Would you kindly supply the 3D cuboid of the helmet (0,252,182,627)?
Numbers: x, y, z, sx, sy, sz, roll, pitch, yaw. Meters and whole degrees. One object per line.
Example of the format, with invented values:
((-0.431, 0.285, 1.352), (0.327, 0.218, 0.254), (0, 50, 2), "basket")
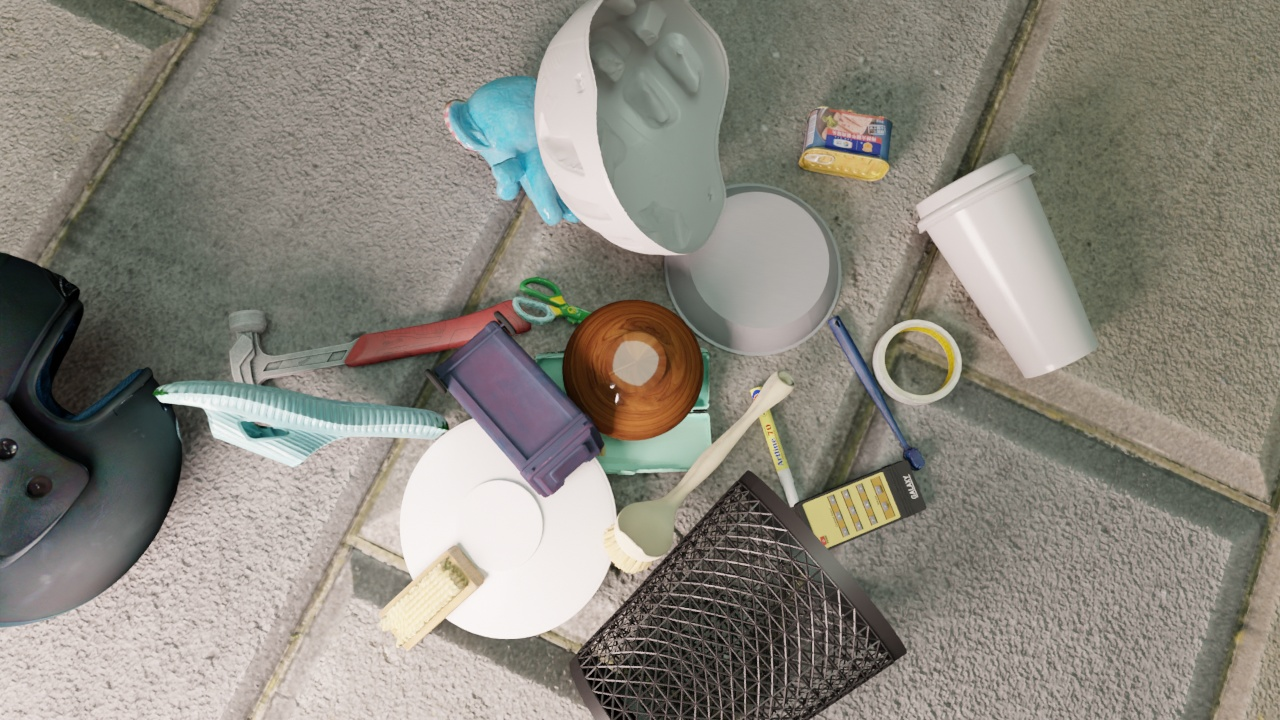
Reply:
((-0.552, 0.088, 0.848), (0.235, 0.250, 0.315), (28, 73, -25), "helmet")

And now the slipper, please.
((-0.327, 0.064, 0.901), (0.275, 0.116, 0.069), (10, 90, -24), "slipper")

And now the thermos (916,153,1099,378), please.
((0.401, -0.098, 0.991), (0.131, 0.131, 0.222), (-27, 87, -8), "thermos")

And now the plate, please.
((-0.139, 0.166, 0.926), (0.229, 0.030, 0.229), (-1, 84, 8), "plate")

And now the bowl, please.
((-0.006, 0.005, 0.923), (0.147, 0.069, 0.147), (0, 82, -4), "bowl")

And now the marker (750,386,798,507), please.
((0.145, 0.093, 0.987), (0.014, 0.014, 0.132), (-16, 79, -6), "marker")

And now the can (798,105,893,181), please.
((0.235, -0.248, 1.047), (0.100, 0.054, 0.059), (9, 76, -1), "can")

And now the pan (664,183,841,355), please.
((0.076, -0.164, 1.030), (0.200, 0.051, 0.356), (-40, 84, -10), "pan")

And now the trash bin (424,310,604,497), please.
((-0.117, 0.047, 0.894), (0.093, 0.092, 0.161), (-41, 68, -10), "trash bin")

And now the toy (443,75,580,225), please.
((-0.122, -0.222, 1.005), (0.183, 0.115, 0.180), (-15, 78, -45), "toy")

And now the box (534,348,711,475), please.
((-0.018, 0.055, 0.973), (0.187, 0.057, 0.138), (-1, 89, -3), "box")

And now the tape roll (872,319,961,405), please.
((0.304, 0.002, 1.011), (0.094, 0.019, 0.094), (1, 77, -3), "tape roll")

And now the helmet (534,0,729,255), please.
((-0.002, -0.232, 0.925), (0.184, 0.224, 0.282), (-30, 59, 33), "helmet")

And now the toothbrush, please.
((0.258, 0.034, 1.003), (0.016, 0.017, 0.190), (-26, 80, -9), "toothbrush")

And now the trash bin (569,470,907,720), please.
((0.079, 0.264, 0.856), (0.243, 0.217, 0.217), (-40, 82, -3), "trash bin")

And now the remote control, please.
((0.233, 0.155, 0.970), (0.133, 0.013, 0.058), (-21, 85, -11), "remote control")

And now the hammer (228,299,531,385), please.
((-0.274, -0.013, 0.986), (0.315, 0.036, 0.126), (-10, 80, -5), "hammer")

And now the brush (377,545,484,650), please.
((-0.212, 0.239, 0.912), (0.117, 0.039, 0.049), (-43, 82, 13), "brush")

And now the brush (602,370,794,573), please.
((0.065, 0.106, 0.927), (0.062, 0.077, 0.271), (47, 70, -4), "brush")

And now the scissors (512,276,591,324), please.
((-0.078, -0.048, 0.998), (0.130, 0.014, 0.071), (26, 47, -2), "scissors")
